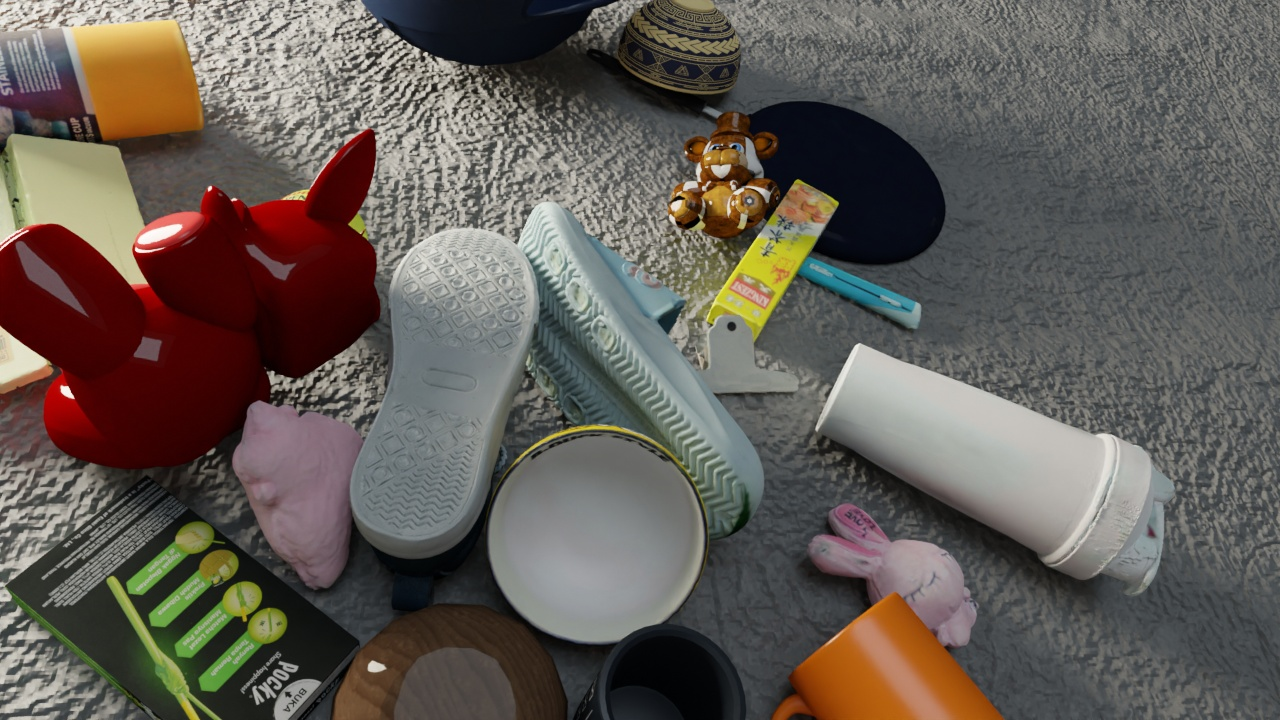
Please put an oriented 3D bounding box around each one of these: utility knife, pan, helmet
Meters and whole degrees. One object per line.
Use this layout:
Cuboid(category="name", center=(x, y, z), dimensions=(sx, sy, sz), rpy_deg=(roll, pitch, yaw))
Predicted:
Cuboid(category="utility knife", center=(0.164, -0.058, 0.727), dimensions=(0.124, 0.015, 0.022), rpy_deg=(24, 73, 5))
Cuboid(category="pan", center=(0.108, -0.201, 0.818), dimensions=(0.356, 0.021, 0.198), rpy_deg=(28, 51, 7))
Cuboid(category="helmet", center=(-0.110, -0.350, 0.735), dimensions=(0.272, 0.223, 0.232), rpy_deg=(-13, 72, -13))

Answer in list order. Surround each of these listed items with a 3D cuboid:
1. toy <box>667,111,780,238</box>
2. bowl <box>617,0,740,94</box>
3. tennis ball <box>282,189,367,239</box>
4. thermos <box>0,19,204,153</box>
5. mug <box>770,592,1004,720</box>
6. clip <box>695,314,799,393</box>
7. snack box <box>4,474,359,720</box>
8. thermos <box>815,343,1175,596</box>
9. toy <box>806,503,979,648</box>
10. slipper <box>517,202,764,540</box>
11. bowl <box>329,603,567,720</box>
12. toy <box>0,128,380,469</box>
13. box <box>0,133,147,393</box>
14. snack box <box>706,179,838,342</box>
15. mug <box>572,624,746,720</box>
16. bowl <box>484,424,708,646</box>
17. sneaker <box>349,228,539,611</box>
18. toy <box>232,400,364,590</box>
Cuboid(category="toy", center=(0.068, -0.148, 0.732), dimensions=(0.087, 0.067, 0.112), rpy_deg=(1, 70, 18))
Cuboid(category="bowl", center=(0.040, -0.293, 0.825), dimensions=(0.112, 0.061, 0.112), rpy_deg=(9, 39, -8))
Cuboid(category="tennis ball", center=(-0.211, -0.078, 0.597), dimensions=(0.065, 0.065, 0.065), rpy_deg=(8, 52, -11))
Cuboid(category="thermos", center=(-0.417, -0.177, 0.596), dimensions=(0.232, 0.092, 0.076), rpy_deg=(-15, 81, -26))
Cuboid(category="mug", center=(0.125, 0.196, 0.488), dimensions=(0.112, 0.078, 0.096), rpy_deg=(-37, 67, -5))
Cuboid(category="clip", center=(0.060, -0.001, 0.651), dimensions=(0.101, 0.040, 0.054), rpy_deg=(0, 73, -18))
Cuboid(category="snack box", center=(-0.225, 0.131, 0.457), dimensions=(0.147, 0.025, 0.080), rpy_deg=(34, 52, 10))
Cuboid(category="thermos", center=(0.231, 0.062, 0.605), dimensions=(0.220, 0.100, 0.099), rpy_deg=(26, 50, 8))
Cuboid(category="toy", center=(0.157, 0.130, 0.559), dimensions=(0.110, 0.047, 0.063), rpy_deg=(31, 42, 12))
Cuboid(category="slipper", center=(-0.003, 0.003, 0.577), dimensions=(0.074, 0.104, 0.245), rpy_deg=(-18, 59, -41))
Cuboid(category="bowl", center=(-0.091, 0.175, 0.442), dimensions=(0.117, 0.030, 0.117), rpy_deg=(5, 67, -11))
Cuboid(category="toy", center=(-0.224, -0.030, 0.497), dimensions=(0.120, 0.159, 0.196), rpy_deg=(34, 50, 18))
Cuboid(category="box", center=(-0.368, -0.061, 0.555), dimensions=(0.140, 0.047, 0.187), rpy_deg=(-17, 60, -24))
Cuboid(category="snack box", center=(0.103, -0.077, 0.702), dimensions=(0.040, 0.029, 0.147), rpy_deg=(30, 59, 7))
Cuboid(category="mug", center=(0.015, 0.192, 0.448), dimensions=(0.071, 0.078, 0.105), rpy_deg=(-20, 61, -29))
Cuboid(category="bowl", center=(-0.023, 0.091, 0.509), dimensions=(0.117, 0.067, 0.117), rpy_deg=(0, 94, 0))
Cuboid(category="sneaker", center=(-0.110, 0.024, 0.535), dimensions=(0.089, 0.088, 0.235), rpy_deg=(7, 52, -1))
Cuboid(category="toy", center=(-0.181, 0.060, 0.485), dimensions=(0.053, 0.096, 0.099), rpy_deg=(-12, 52, 12))
